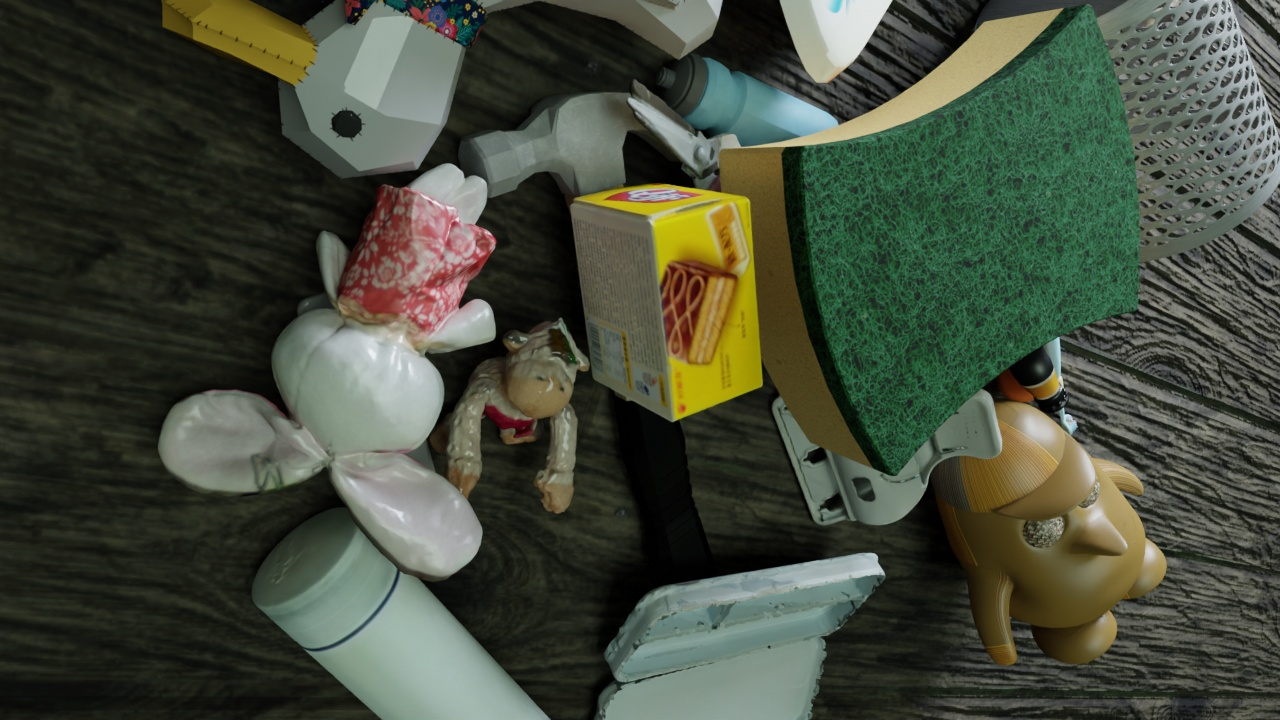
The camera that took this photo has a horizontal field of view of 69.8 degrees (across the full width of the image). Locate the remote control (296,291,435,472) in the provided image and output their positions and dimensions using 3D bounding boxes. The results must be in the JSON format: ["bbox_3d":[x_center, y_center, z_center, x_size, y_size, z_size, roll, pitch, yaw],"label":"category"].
[{"bbox_3d":[-0.143,0.031,0.496,0.045,0.008,0.147,-21,113,-25],"label":"remote control"}]

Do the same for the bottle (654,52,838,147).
[{"bbox_3d":[0.063,-0.149,0.551,0.130,0.040,0.040,13,97,-33],"label":"bottle"}]

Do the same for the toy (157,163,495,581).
[{"bbox_3d":[-0.127,-0.006,0.440,0.159,0.084,0.194,20,85,-7],"label":"toy"}]

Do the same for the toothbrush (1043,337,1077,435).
[{"bbox_3d":[0.358,0.001,0.790,0.022,0.016,0.155,-56,132,-46],"label":"toothbrush"}]

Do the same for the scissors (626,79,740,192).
[{"bbox_3d":[0.047,-0.100,0.533,0.187,0.015,0.146,-27,121,-47],"label":"scissors"}]

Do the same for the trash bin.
[{"bbox_3d":[0.336,-0.188,0.641,0.156,0.156,0.183,-47,120,-12],"label":"trash bin"}]

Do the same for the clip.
[{"bbox_3d":[0.177,0.054,0.655,0.144,0.074,0.125,-19,121,8],"label":"clip"}]

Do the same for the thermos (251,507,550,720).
[{"bbox_3d":[-0.119,0.181,0.520,0.067,0.068,0.230,-40,121,-16],"label":"thermos"}]

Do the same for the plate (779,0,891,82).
[{"bbox_3d":[0.109,-0.268,0.506,0.186,0.016,0.187,-58,135,-35],"label":"plate"}]

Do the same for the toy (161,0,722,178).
[{"bbox_3d":[-0.059,-0.199,0.409,0.246,0.141,0.268,10,111,-35],"label":"toy"}]

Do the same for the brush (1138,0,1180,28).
[{"bbox_3d":[0.323,-0.356,0.641,0.083,0.057,0.271,-47,123,-16],"label":"brush"}]

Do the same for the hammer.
[{"bbox_3d":[-0.003,0.003,0.558,0.131,0.039,0.328,-25,116,-25],"label":"hammer"}]

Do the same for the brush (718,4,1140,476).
[{"bbox_3d":[0.181,-0.075,0.549,0.249,0.075,0.195,-29,113,-20],"label":"brush"}]

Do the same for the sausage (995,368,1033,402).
[{"bbox_3d":[0.299,-0.042,0.728,0.044,0.039,0.164,-26,117,-34],"label":"sausage"}]

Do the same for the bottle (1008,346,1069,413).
[{"bbox_3d":[0.268,-0.030,0.682,0.059,0.059,0.181,-46,112,-13],"label":"bottle"}]

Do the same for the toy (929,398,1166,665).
[{"bbox_3d":[0.310,0.118,0.719,0.198,0.163,0.203,-43,111,-14],"label":"toy"}]

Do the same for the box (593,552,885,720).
[{"bbox_3d":[0.066,0.215,0.655,0.209,0.061,0.193,-3,127,-30],"label":"box"}]

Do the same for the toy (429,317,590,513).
[{"bbox_3d":[-0.059,0.026,0.501,0.085,0.074,0.106,18,112,-30],"label":"toy"}]

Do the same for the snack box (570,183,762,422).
[{"bbox_3d":[0.013,-0.035,0.483,0.061,0.084,0.106,-19,115,-28],"label":"snack box"}]
